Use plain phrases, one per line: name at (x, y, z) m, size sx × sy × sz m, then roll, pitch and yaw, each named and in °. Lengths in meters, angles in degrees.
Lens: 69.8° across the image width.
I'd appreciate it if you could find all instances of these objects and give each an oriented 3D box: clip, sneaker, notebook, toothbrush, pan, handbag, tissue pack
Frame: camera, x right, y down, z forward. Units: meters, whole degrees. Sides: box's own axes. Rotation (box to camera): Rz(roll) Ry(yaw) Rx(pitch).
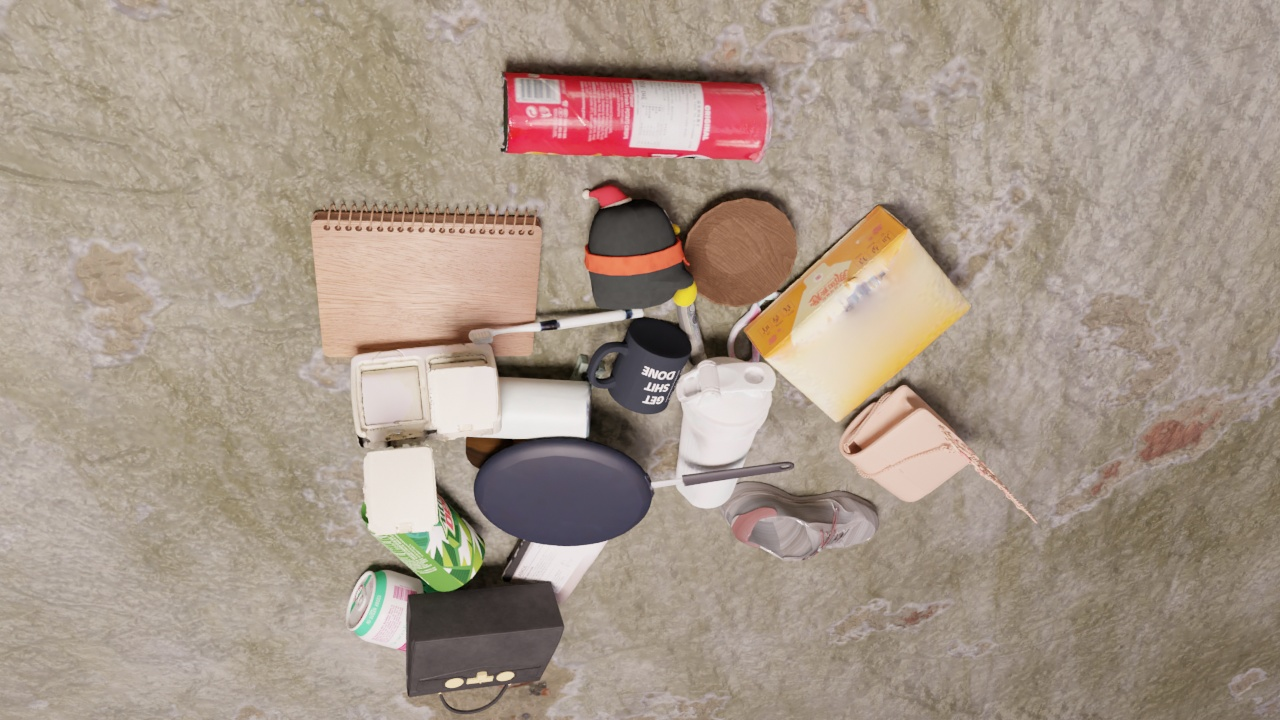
clip at (-0.068, 0.030, 1.020) m, size 0.047 × 0.023 × 0.076 m, roll 18°, pitch 120°, yaw -23°
sneaker at (0.218, 0.224, 1.196) m, size 0.236 × 0.089 × 0.099 m, roll 10°, pitch 125°, yaw -20°
notebook at (-0.207, -0.076, 0.904) m, size 0.210 × 0.022 × 0.169 m, roll 0°, pitch 129°, yaw -13°
toothbrush at (-0.083, -0.036, 0.945) m, size 0.186 × 0.017 × 0.012 m, roll -9°, pitch 131°, yaw -19°
toothbrush at (0.046, -0.069, 0.967) m, size 0.022 × 0.024 × 0.186 m, roll -45°, pitch 139°, yaw -32°
pan at (-0.009, 0.142, 1.011) m, size 0.357 × 0.021 × 0.199 m, roll -9°, pitch 137°, yaw 8°
handbag at (0.338, 0.137, 1.090) m, size 0.117 × 0.187 × 0.198 m, roll -44°, pitch 129°, yaw 13°
tissue pack at (-0.092, 0.219, 1.146) m, size 0.104 × 0.071 × 0.182 m, roll 24°, pitch 118°, yaw -10°
handbag at (-0.204, 0.377, 1.140) m, size 0.175 × 0.072 × 0.196 m, roll 0°, pitch 125°, yaw -22°

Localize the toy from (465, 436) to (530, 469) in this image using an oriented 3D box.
toy at (-0.146, 0.092, 1.028) m, size 0.100 × 0.062 × 0.076 m, roll 5°, pitch 91°, yaw 1°

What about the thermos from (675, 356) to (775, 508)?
thermos at (0.084, 0.084, 1.030) m, size 0.099 × 0.099 × 0.221 m, roll -5°, pitch 142°, yaw -9°

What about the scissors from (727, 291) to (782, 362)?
scissors at (0.129, -0.054, 1.003) m, size 0.172 × 0.014 × 0.159 m, roll 30°, pitch 115°, yaw -31°

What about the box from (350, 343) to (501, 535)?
box at (-0.196, 0.057, 0.859) m, size 0.143 × 0.194 × 0.101 m, roll -8°, pitch 153°, yaw -14°

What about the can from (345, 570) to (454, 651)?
can at (-0.280, 0.326, 1.164) m, size 0.165 × 0.088 × 0.088 m, roll 27°, pitch 118°, yaw -30°

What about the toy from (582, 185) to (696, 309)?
toy at (-0.006, -0.108, 0.879) m, size 0.099 × 0.097 × 0.119 m, roll -17°, pitch 116°, yaw -24°

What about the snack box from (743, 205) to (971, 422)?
snack box at (0.235, -0.042, 0.980) m, size 0.195 × 0.080 × 0.145 m, roll -43°, pitch 124°, yaw 13°

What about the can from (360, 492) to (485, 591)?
can at (-0.252, 0.200, 1.073) m, size 0.083 × 0.083 × 0.144 m, roll -27°, pitch 129°, yaw 9°

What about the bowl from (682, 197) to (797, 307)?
bowl at (0.098, -0.113, 0.930) m, size 0.118 × 0.030 × 0.118 m, roll -3°, pitch 119°, yaw -6°

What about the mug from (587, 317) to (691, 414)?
mug at (-0.006, 0.006, 0.977) m, size 0.105 × 0.071 × 0.078 m, roll 1°, pitch 128°, yaw -29°

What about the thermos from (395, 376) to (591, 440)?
thermos at (-0.168, 0.048, 0.967) m, size 0.230 × 0.067 × 0.068 m, roll 4°, pitch 127°, yaw -8°

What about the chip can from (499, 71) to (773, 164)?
chip can at (-0.006, -0.213, 0.807) m, size 0.233 × 0.073 × 0.073 m, roll -1°, pitch 128°, yaw -11°
